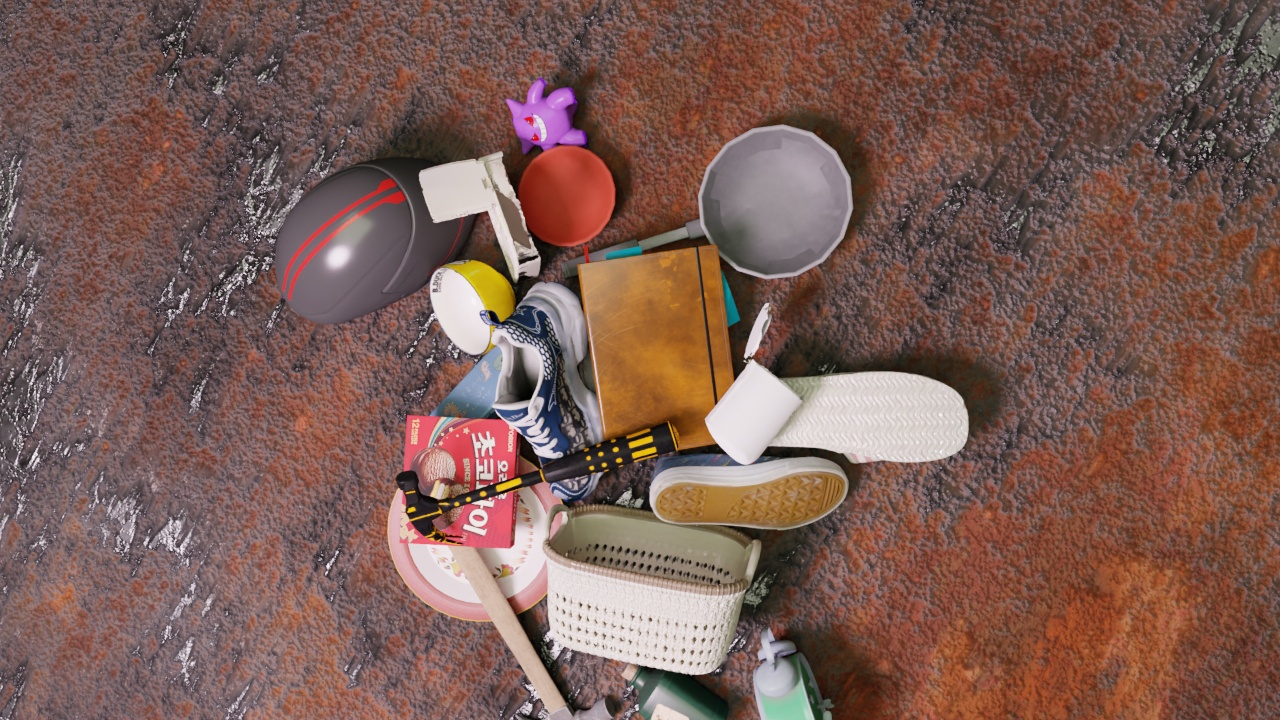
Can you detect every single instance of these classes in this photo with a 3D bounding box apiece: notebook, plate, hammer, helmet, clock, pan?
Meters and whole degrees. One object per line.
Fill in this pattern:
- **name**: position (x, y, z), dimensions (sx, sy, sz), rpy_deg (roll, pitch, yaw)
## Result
- **notebook**: position (0.031, -0.017, 1.066), dimensions (0.178, 0.014, 0.249), rpy_deg (-9, 100, -6)
- **plate**: position (-0.203, 0.216, 1.158), dimensions (0.230, 0.021, 0.230), rpy_deg (0, 98, 3)
- **hammer**: position (-0.110, 0.133, 1.047), dimensions (0.320, 0.036, 0.123), rpy_deg (-16, 128, -1)
- **helmet**: position (-0.330, -0.150, 1.106), dimensions (0.265, 0.169, 0.164), rpy_deg (-37, 86, 10)
- **hammer**: position (-0.163, 0.333, 1.144), dimensions (0.119, 0.030, 0.331), rpy_deg (-29, 96, 11)
- **clock**: position (0.175, 0.386, 1.057), dimensions (0.075, 0.121, 0.161), rpy_deg (-20, 92, 11)
- **pan**: position (0.074, -0.160, 1.098), dimensions (0.358, 0.041, 0.178), rpy_deg (-16, 89, 10)

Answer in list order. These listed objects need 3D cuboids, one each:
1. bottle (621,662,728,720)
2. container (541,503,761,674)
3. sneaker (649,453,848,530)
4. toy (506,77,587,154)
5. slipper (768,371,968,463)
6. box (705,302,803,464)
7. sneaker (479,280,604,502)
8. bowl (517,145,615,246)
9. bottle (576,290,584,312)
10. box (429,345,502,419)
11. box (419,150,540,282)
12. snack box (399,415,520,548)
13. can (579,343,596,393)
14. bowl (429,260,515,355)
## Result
- **bottle**: position (0.036, 0.412, 1.114), dimensions (0.131, 0.061, 0.061), rpy_deg (33, 99, 7)
- **container**: position (0.008, 0.257, 1.061), dimensions (0.246, 0.184, 0.143), rpy_deg (9, 104, 11)
- **sneaker**: position (0.124, 0.146, 1.088), dimensions (0.235, 0.079, 0.087), rpy_deg (-2, 117, -6)
- **toy**: position (-0.115, -0.294, 1.121), dimensions (0.088, 0.055, 0.106), rpy_deg (-12, 124, 5)
- **slipper**: position (0.244, 0.067, 1.073), dimensions (0.263, 0.052, 0.115), rpy_deg (2, 96, 20)
- **box**: position (0.132, 0.027, 1.037), dimensions (0.112, 0.084, 0.162), rpy_deg (41, 93, 3)
- **sneaker**: position (-0.120, 0.052, 1.065), dimensions (0.103, 0.132, 0.269), rpy_deg (5, 111, 36)
- **bowl**: position (-0.087, -0.200, 1.129), dimensions (0.122, 0.035, 0.122), rpy_deg (0, 92, 10)
- **bottle**: position (-0.045, -0.074, 1.125), dimensions (0.110, 0.036, 0.036), rpy_deg (-7, 90, 10)
- **box**: position (-0.216, 0.058, 1.155), dimensions (0.210, 0.049, 0.066), rpy_deg (-45, 81, 8)
- **box**: position (-0.180, -0.168, 1.071), dimensions (0.095, 0.185, 0.145), rpy_deg (-22, 82, 9)
- **snack box**: position (-0.217, 0.146, 1.111), dimensions (0.132, 0.036, 0.152), rpy_deg (3, 87, 2)
- **can**: position (-0.007, 0.007, 1.117), dimensions (0.130, 0.044, 0.130), rpy_deg (0, 92, 10)
- **bowl**: position (-0.197, -0.072, 1.126), dimensions (0.117, 0.067, 0.117), rpy_deg (28, 133, 34)
